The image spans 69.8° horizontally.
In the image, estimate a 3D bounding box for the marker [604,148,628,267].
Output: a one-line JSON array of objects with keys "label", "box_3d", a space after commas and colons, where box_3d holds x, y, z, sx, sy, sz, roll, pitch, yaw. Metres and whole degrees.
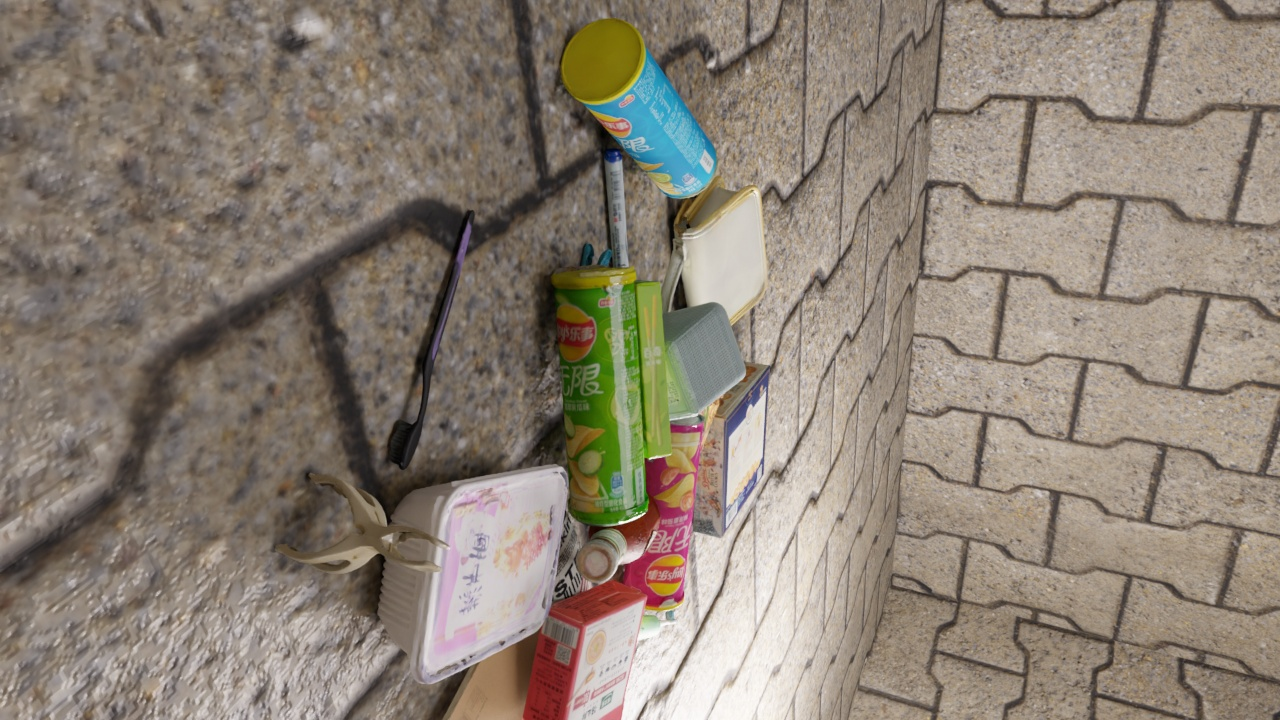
[{"label": "marker", "box_3d": [-0.021, -0.123, 0.850, 0.016, 0.017, 0.146, -46, 139, -52]}]

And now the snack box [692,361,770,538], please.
[{"label": "snack box", "box_3d": [0.124, 0.116, 1.238, 0.177, 0.046, 0.183, -40, 135, -56]}]

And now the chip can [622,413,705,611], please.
[{"label": "chip can", "box_3d": [0.023, 0.158, 0.988, 0.071, 0.071, 0.211, -20, 119, -63]}]

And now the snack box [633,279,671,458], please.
[{"label": "snack box", "box_3d": [-0.005, 0.005, 0.834, 0.026, 0.086, 0.156, -8, 100, -24]}]

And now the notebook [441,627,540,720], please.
[{"label": "notebook", "box_3d": [-0.096, 0.321, 0.793, 0.211, 0.012, 0.149, 65, 35, -34]}]

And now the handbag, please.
[{"label": "handbag", "box_3d": [0.067, -0.099, 1.025, 0.178, 0.063, 0.163, -44, 140, -31]}]

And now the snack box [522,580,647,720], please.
[{"label": "snack box", "box_3d": [-0.049, 0.271, 0.808, 0.113, 0.044, 0.127, 0, 103, -62]}]

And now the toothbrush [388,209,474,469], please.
[{"label": "toothbrush", "box_3d": [-0.142, -0.018, 0.631, 0.014, 0.017, 0.188, 60, 42, -72]}]

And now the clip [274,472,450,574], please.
[{"label": "clip", "box_3d": [-0.161, 0.091, 0.539, 0.035, 0.102, 0.094, 53, 26, -57]}]

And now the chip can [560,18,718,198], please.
[{"label": "chip can", "box_3d": [0.006, -0.214, 0.809, 0.210, 0.071, 0.071, 30, 72, -66]}]

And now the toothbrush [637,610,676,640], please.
[{"label": "toothbrush", "box_3d": [0.002, 0.309, 1.062, 0.224, 0.026, 0.027, 27, 52, -65]}]

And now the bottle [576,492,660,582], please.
[{"label": "bottle", "box_3d": [-0.021, 0.163, 0.853, 0.206, 0.060, 0.060, -13, 111, -81]}]

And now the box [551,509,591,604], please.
[{"label": "box", "box_3d": [-0.072, 0.187, 0.809, 0.071, 0.060, 0.164, -87, 166, -46]}]

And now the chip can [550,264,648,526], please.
[{"label": "chip can", "box_3d": [-0.033, 0.031, 0.783, 0.072, 0.073, 0.221, -25, 114, -62]}]

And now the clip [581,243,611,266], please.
[{"label": "clip", "box_3d": [-0.045, -0.075, 0.815, 0.015, 0.049, 0.057, 11, 95, -67]}]

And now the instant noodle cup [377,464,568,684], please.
[{"label": "instant noodle cup", "box_3d": [-0.124, 0.144, 0.672, 0.173, 0.060, 0.138, 2, 97, -65]}]

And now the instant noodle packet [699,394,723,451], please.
[{"label": "instant noodle packet", "box_3d": [0.058, 0.054, 1.070, 0.128, 0.044, 0.111, -63, 147, -34]}]

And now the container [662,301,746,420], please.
[{"label": "container", "box_3d": [0.036, 0.006, 0.923, 0.111, 0.090, 0.090, -38, 111, -53]}]
